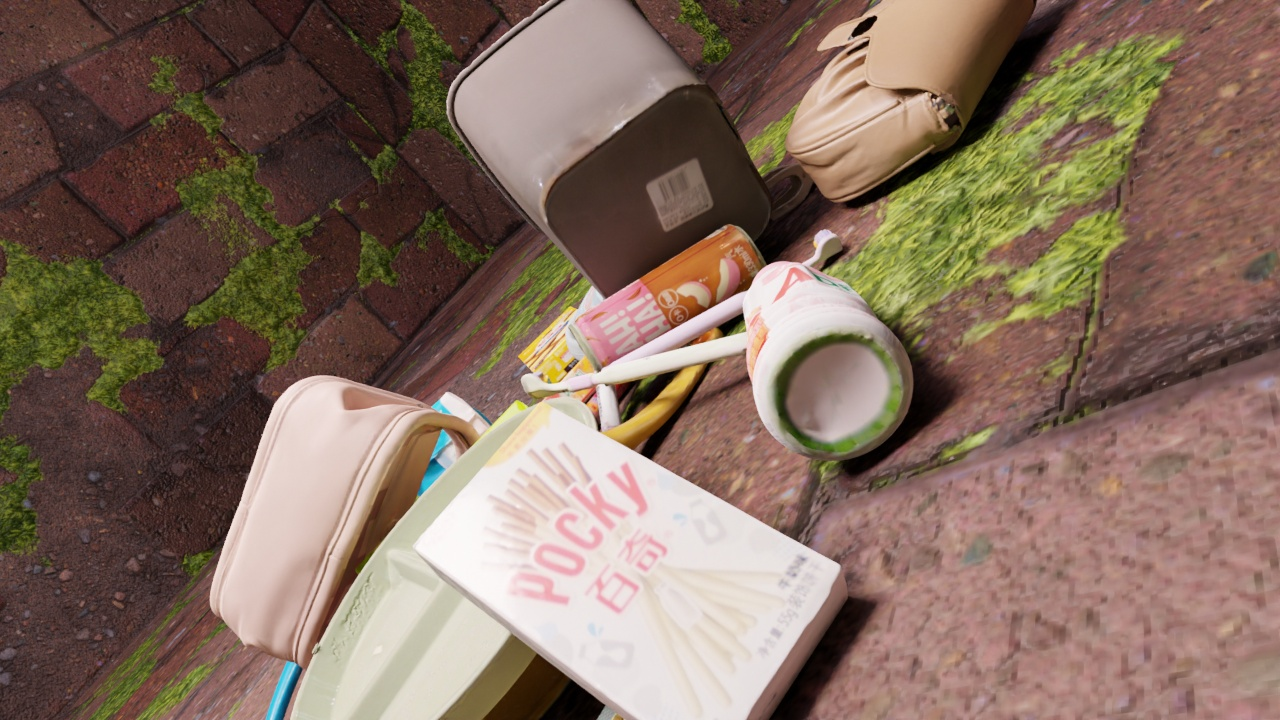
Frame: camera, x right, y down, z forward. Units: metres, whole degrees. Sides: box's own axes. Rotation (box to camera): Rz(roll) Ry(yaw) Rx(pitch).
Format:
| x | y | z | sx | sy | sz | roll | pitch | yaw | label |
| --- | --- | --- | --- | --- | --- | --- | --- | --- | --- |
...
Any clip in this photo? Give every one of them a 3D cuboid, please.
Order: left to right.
| x | y | z | sx | sy | sz | roll | pitch | yaw | label |
| --- | --- | --- | --- | --- | --- | --- | --- | --- | --- |
| 0.143 | -0.169 | 0.828 | 0.103 | 0.034 | 0.076 | -41 | 14 | -9 | clip |

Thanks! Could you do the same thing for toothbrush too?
| x | y | z | sx | sy | sz | roll | pitch | yaw | label |
| --- | --- | --- | --- | --- | --- | --- | --- | --- | --- |
| -0.004 | 0.004 | 0.605 | 0.190 | 0.029 | 0.020 | -12 | 59 | 37 | toothbrush |
| 0.054 | -0.035 | 0.637 | 0.189 | 0.021 | 0.029 | -31 | -10 | 4 | toothbrush |

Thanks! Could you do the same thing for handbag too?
| x | y | z | sx | sy | sz | roll | pitch | yaw | label |
| --- | --- | --- | --- | --- | --- | --- | --- | --- | --- |
| -0.194 | 0.112 | 0.699 | 0.193 | 0.093 | 0.234 | -66 | -18 | 6 | handbag |
| 0.195 | -0.216 | 0.679 | 0.148 | 0.100 | 0.204 | -14 | 36 | 57 | handbag |

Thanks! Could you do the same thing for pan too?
| x | y | z | sx | sy | sz | roll | pitch | yaw | label |
| --- | --- | --- | --- | --- | --- | --- | --- | --- | --- |
| -0.040 | 0.088 | 0.567 | 0.198 | 0.078 | 0.356 | -20 | 34 | 49 | pan |

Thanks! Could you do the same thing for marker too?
| x | y | z | sx | sy | sz | roll | pitch | yaw | label |
| --- | --- | --- | --- | --- | --- | --- | --- | --- | --- |
| -0.029 | 0.008 | 0.719 | 0.017 | 0.017 | 0.145 | -38 | 37 | 22 | marker |

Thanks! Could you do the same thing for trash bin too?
| x | y | z | sx | sy | sz | roll | pitch | yaw | label |
| --- | --- | --- | --- | --- | --- | --- | --- | --- | --- |
| -0.019 | -0.170 | 0.758 | 0.198 | 0.199 | 0.219 | -37 | 40 | 2 | trash bin |

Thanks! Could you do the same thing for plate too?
| x | y | z | sx | sy | sz | roll | pitch | yaw | label |
| --- | --- | --- | --- | --- | --- | --- | --- | --- | --- |
| -0.097 | 0.116 | 0.477 | 0.231 | 0.027 | 0.229 | -39 | 23 | 20 | plate |

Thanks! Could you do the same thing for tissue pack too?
| x | y | z | sx | sy | sz | roll | pitch | yaw | label |
| --- | --- | --- | --- | --- | --- | --- | --- | --- | --- |
| -0.180 | 0.083 | 0.856 | 0.090 | 0.063 | 0.140 | -45 | -9 | -7 | tissue pack |

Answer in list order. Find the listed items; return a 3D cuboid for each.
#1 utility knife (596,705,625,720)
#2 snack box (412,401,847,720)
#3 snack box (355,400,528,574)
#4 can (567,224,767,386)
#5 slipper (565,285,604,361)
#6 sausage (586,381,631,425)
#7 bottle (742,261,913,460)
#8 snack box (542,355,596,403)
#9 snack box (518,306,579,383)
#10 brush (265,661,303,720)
| x | y | z | sx | sy | sz | roll | pitch | yaw | label |
| --- | --- | --- | --- | --- | --- | --- | --- | --- | --- |
| -0.014 | 0.157 | 0.370 | 0.176 | 0.019 | 0.031 | -53 | 11 | -18 | utility knife |
| -0.008 | 0.082 | 0.357 | 0.157 | 0.027 | 0.084 | 25 | 64 | 33 | snack box |
| -0.114 | 0.108 | 0.640 | 0.156 | 0.086 | 0.026 | -47 | 55 | -9 | snack box |
| 0.022 | -0.042 | 0.684 | 0.147 | 0.058 | 0.058 | -32 | 14 | -3 | can |
| 0.000 | -0.067 | 0.841 | 0.246 | 0.074 | 0.103 | -24 | 25 | 49 | slipper |
| -0.049 | 0.057 | 0.726 | 0.020 | 0.020 | 0.155 | -23 | 26 | 55 | sausage |
| 0.086 | -0.014 | 0.477 | 0.068 | 0.068 | 0.196 | -40 | 11 | 13 | bottle |
| -0.070 | 0.041 | 0.783 | 0.155 | 0.027 | 0.077 | -48 | 0 | -15 | snack box |
| -0.088 | -0.016 | 1.021 | 0.087 | 0.034 | 0.140 | -44 | 13 | -5 | snack box |
| -0.267 | 0.265 | 0.656 | 0.083 | 0.046 | 0.254 | -41 | 20 | 25 | brush |
